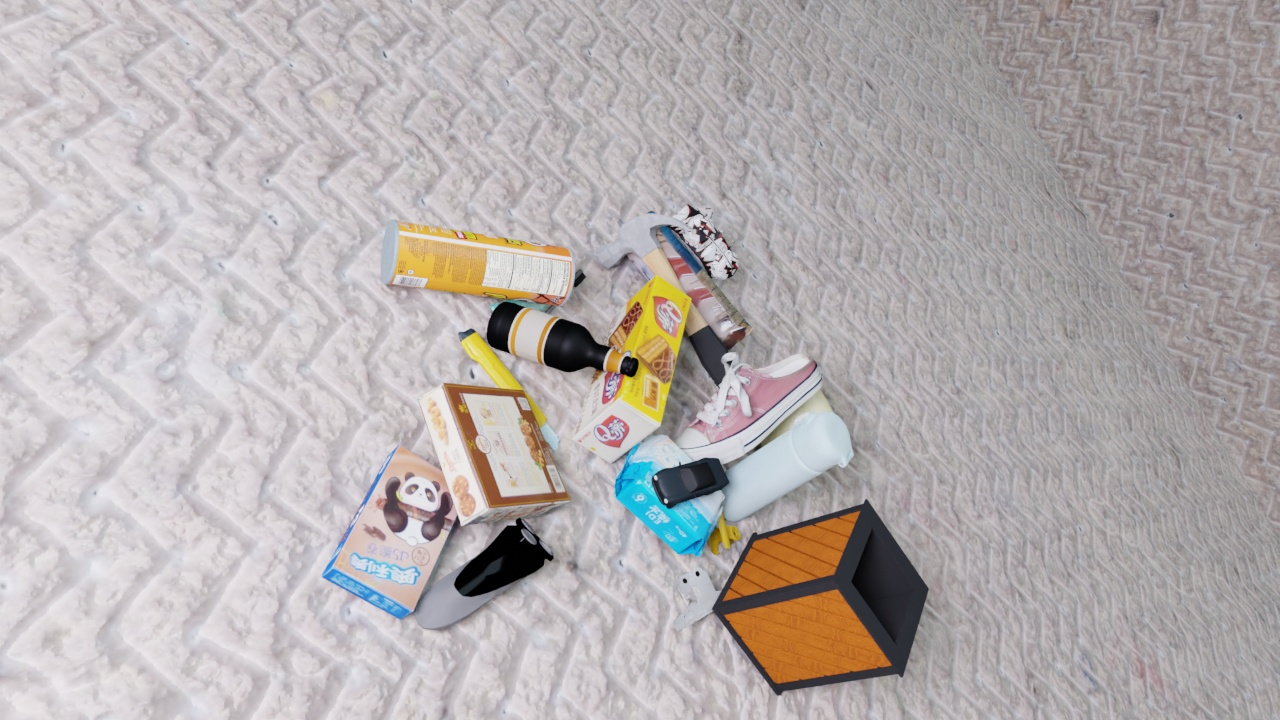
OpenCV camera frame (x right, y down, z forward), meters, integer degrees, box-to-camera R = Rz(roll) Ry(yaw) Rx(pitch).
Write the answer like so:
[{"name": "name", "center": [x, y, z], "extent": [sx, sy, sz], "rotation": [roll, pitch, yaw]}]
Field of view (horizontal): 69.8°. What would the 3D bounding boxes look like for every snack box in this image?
[{"name": "snack box", "center": [-0.155, 0.098, 0.980], "extent": [0.146, 0.041, 0.143], "rotation": [9, 53, -60]}, {"name": "snack box", "center": [-0.236, 0.165, 0.898], "extent": [0.087, 0.034, 0.151], "rotation": [35, 44, -17]}, {"name": "snack box", "center": [-0.007, 0.007, 1.155], "extent": [0.061, 0.110, 0.229], "rotation": [33, 44, -17]}]

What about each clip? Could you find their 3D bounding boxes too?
[{"name": "clip", "center": [0.074, 0.272, 1.083], "extent": [0.101, 0.050, 0.058], "rotation": [-15, 83, -47]}, {"name": "clip", "center": [0.107, 0.217, 1.161], "extent": [0.049, 0.045, 0.054], "rotation": [-3, 58, -14]}]

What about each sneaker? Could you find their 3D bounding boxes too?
[{"name": "sneaker", "center": [0.128, 0.051, 1.182], "extent": [0.240, 0.118, 0.088], "rotation": [-34, 113, -16]}]

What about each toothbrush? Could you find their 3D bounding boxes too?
[{"name": "toothbrush", "center": [-0.112, -0.075, 1.200], "extent": [0.013, 0.013, 0.166], "rotation": [50, 41, -12]}]

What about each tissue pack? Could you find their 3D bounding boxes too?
[{"name": "tissue pack", "center": [0.033, 0.161, 1.113], "extent": [0.144, 0.062, 0.092], "rotation": [45, 42, -9]}]

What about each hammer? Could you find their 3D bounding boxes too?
[{"name": "hammer", "center": [0.073, -0.054, 1.268], "extent": [0.328, 0.131, 0.039], "rotation": [59, 17, 4]}]

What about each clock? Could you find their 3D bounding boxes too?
[{"name": "clock", "center": [0.099, -0.176, 1.356], "extent": [0.114, 0.065, 0.154], "rotation": [50, -3, -24]}]

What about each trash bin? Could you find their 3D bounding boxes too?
[{"name": "trash bin", "center": [0.213, 0.280, 1.078], "extent": [0.140, 0.172, 0.139], "rotation": [54, 40, -11]}]

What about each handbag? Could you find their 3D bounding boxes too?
[{"name": "handbag", "center": [0.216, 0.088, 1.288], "extent": [0.081, 0.111, 0.119], "rotation": [1, 60, -59]}]

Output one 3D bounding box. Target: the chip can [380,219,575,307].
[{"name": "chip can", "center": [-0.190, -0.113, 1.086], "extent": [0.214, 0.075, 0.075], "rotation": [6, 56, -27]}]

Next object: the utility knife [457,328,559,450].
[{"name": "utility knife", "center": [-0.153, 0.034, 1.080], "extent": [0.179, 0.017, 0.030], "rotation": [49, 46, 0]}]

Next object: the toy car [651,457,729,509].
[{"name": "toy car", "center": [0.060, 0.141, 1.076], "extent": [0.111, 0.034, 0.046], "rotation": [-8, 68, -45]}]

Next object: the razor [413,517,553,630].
[{"name": "razor", "center": [-0.158, 0.217, 0.916], "extent": [0.155, 0.060, 0.057], "rotation": [-35, 73, -29]}]

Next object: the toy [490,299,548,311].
[{"name": "toy", "center": [-0.151, -0.098, 1.170], "extent": [0.085, 0.033, 0.105], "rotation": [8, 56, -24]}]

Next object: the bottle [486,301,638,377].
[{"name": "bottle", "center": [-0.088, -0.017, 1.074], "extent": [0.182, 0.059, 0.059], "rotation": [18, 39, 17]}]

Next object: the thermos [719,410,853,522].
[{"name": "thermos", "center": [0.173, 0.133, 1.144], "extent": [0.078, 0.207, 0.065], "rotation": [52, 42, 3]}]

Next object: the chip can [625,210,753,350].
[{"name": "chip can", "center": [0.063, -0.108, 1.330], "extent": [0.229, 0.080, 0.079], "rotation": [50, 41, 1]}]
